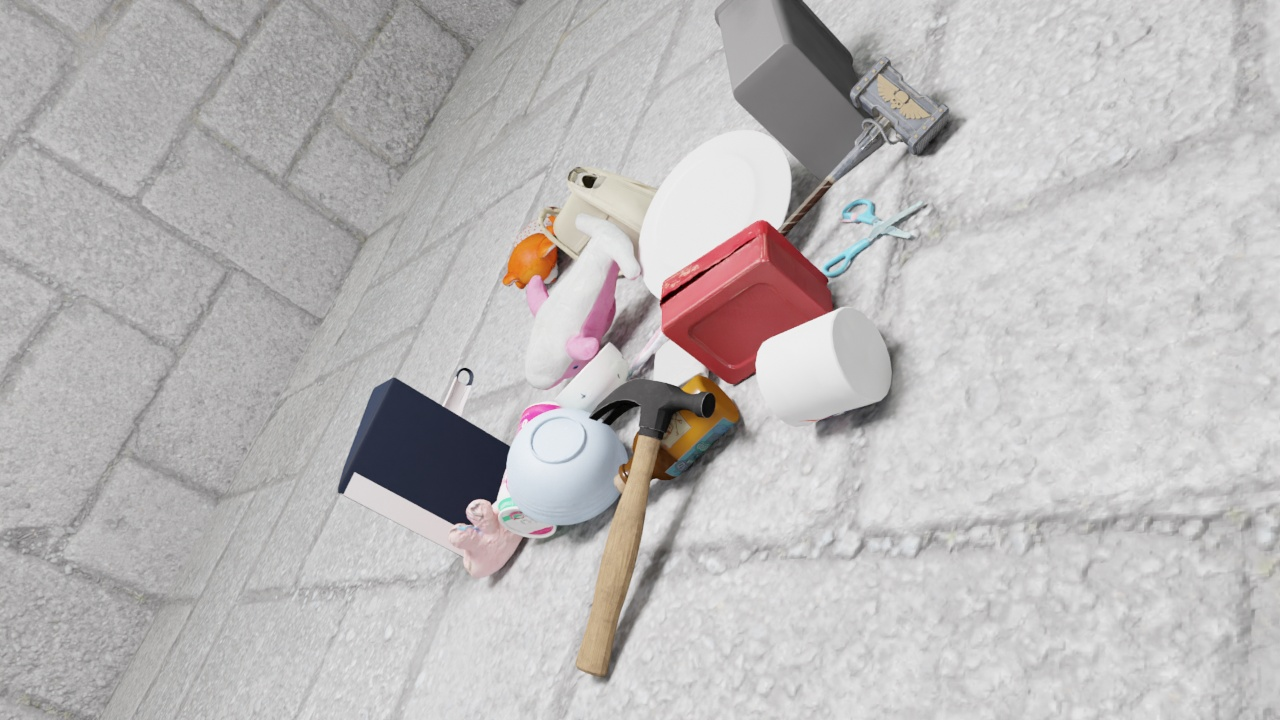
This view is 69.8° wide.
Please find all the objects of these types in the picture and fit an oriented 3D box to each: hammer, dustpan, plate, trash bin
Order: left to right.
[{"bbox_3d":[-0.276,0.119,1.282,0.080,0.236,0.272,-19,43,49],"label":"dustpan"},{"bbox_3d":[-0.018,0.171,0.958,0.132,0.040,0.305,9,81,37],"label":"hammer"},{"bbox_3d":[0.083,-0.183,1.149,0.243,0.016,0.242,-23,55,37],"label":"plate"},{"bbox_3d":[0.192,-0.353,1.134,0.098,0.191,0.219,-37,33,29],"label":"trash bin"},{"bbox_3d":[0.195,-0.182,1.032,0.322,0.044,0.098,-47,73,11],"label":"hammer"}]

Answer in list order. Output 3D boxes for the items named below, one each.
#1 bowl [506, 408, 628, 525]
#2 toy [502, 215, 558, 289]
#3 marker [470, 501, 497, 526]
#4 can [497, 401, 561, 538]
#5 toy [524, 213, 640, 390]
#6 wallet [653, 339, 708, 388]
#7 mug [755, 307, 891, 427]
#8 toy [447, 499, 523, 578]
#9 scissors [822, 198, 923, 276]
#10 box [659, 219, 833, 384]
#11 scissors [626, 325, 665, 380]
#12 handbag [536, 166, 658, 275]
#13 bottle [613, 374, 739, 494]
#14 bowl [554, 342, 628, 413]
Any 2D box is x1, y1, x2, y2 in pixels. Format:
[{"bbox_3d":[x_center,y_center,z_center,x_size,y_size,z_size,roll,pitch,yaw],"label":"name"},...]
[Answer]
[{"bbox_3d":[-0.093,0.113,1.094,0.150,0.075,0.150,-4,50,5],"label":"bowl"},{"bbox_3d":[-0.183,-0.191,1.655,0.164,0.093,0.172,-40,18,20],"label":"toy"},{"bbox_3d":[-0.175,0.186,1.246,0.145,0.019,0.019,-41,23,-19],"label":"marker"},{"bbox_3d":[-0.127,0.139,1.187,0.088,0.088,0.165,-29,37,40],"label":"can"},{"bbox_3d":[-0.075,-0.071,1.294,0.186,0.127,0.266,46,118,37],"label":"toy"},{"bbox_3d":[0.053,0.007,1.115,0.086,0.032,0.116,-35,25,30],"label":"wallet"},{"bbox_3d":[0.179,-0.002,0.875,0.090,0.091,0.121,-25,22,43],"label":"mug"},{"bbox_3d":[-0.199,0.225,1.189,0.108,0.105,0.053,-50,48,-8],"label":"toy"},{"bbox_3d":[0.242,-0.134,1.000,0.126,0.015,0.136,-53,22,3],"label":"scissors"},{"bbox_3d":[0.112,-0.066,1.001,0.159,0.129,0.086,-33,33,34],"label":"box"},{"bbox_3d":[-0.008,0.009,1.212,0.174,0.017,0.076,-51,5,16],"label":"scissors"},{"bbox_3d":[-0.040,-0.222,1.377,0.131,0.184,0.230,-62,12,-21],"label":"handbag"},{"bbox_3d":[0.032,0.091,1.014,0.157,0.068,0.067,-45,29,17],"label":"bottle"},{"bbox_3d":[-0.057,0.031,1.176,0.105,0.054,0.105,-46,1,1],"label":"bowl"}]
